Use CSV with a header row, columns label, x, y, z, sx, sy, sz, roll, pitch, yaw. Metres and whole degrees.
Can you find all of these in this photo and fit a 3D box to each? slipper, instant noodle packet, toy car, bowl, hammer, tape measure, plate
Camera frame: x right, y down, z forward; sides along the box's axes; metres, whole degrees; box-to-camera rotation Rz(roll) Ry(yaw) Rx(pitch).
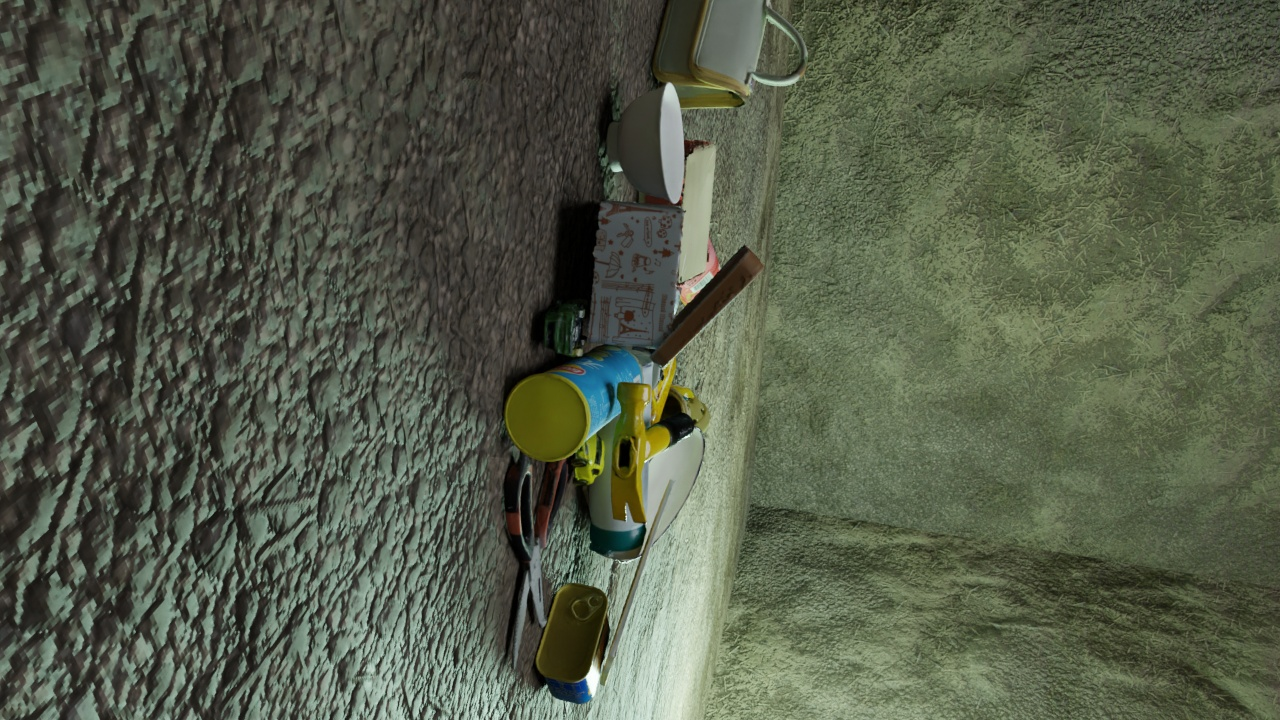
label,x,y,z,sx,sy,sz,roll,pitch,yaw
slipper,0.042,0.074,1.266,0.190,0.092,0.082,-47,140,-65
instant noodle packet,0.015,0.022,1.157,0.111,0.044,0.128,92,15,-56
toy car,-0.064,-0.030,0.807,0.091,0.036,0.043,-66,159,-78
bowl,0.003,-0.217,0.927,0.118,0.065,0.118,0,89,-77
toy car,-0.052,0.092,0.917,0.105,0.032,0.048,91,2,-65
hammer,0.017,0.079,0.920,0.300,0.033,0.129,-7,104,-78
tape measure,-0.006,0.006,1.037,0.033,0.066,0.066,-58,152,-65
plate,0.011,0.158,1.135,0.191,0.039,0.193,-43,150,-34

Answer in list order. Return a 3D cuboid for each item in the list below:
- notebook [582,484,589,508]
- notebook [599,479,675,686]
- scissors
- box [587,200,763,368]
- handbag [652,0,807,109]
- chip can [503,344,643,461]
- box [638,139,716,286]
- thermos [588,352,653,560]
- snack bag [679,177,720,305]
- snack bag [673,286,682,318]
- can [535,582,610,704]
label,x,y,z,sx,sy,sz,roll,pitch,yaw
notebook,-0.031,0.100,1.121,0.148,0.008,0.207,82,20,-54
notebook,-0.005,0.251,1.034,0.146,0.010,0.205,102,8,-58
scissors,-0.097,0.164,0.829,0.189,0.015,0.224,68,32,-68
box,0.040,-0.073,0.883,0.181,0.166,0.150,-85,178,-79
handbag,0.111,-0.377,1.082,0.063,0.179,0.163,61,39,-62
chip can,-0.053,0.031,0.823,0.210,0.071,0.071,-33,130,-76
box,0.051,-0.180,1.115,0.091,0.078,0.168,-33,133,-53
thermos,-0.021,0.106,0.995,0.073,0.073,0.224,-44,137,-71
snack bag,0.065,-0.159,1.294,0.128,0.073,0.208,-66,160,-11
snack bag,0.033,-0.087,1.245,0.104,0.026,0.048,12,87,-69
can,-0.067,0.298,0.960,0.083,0.057,0.101,86,17,-53
